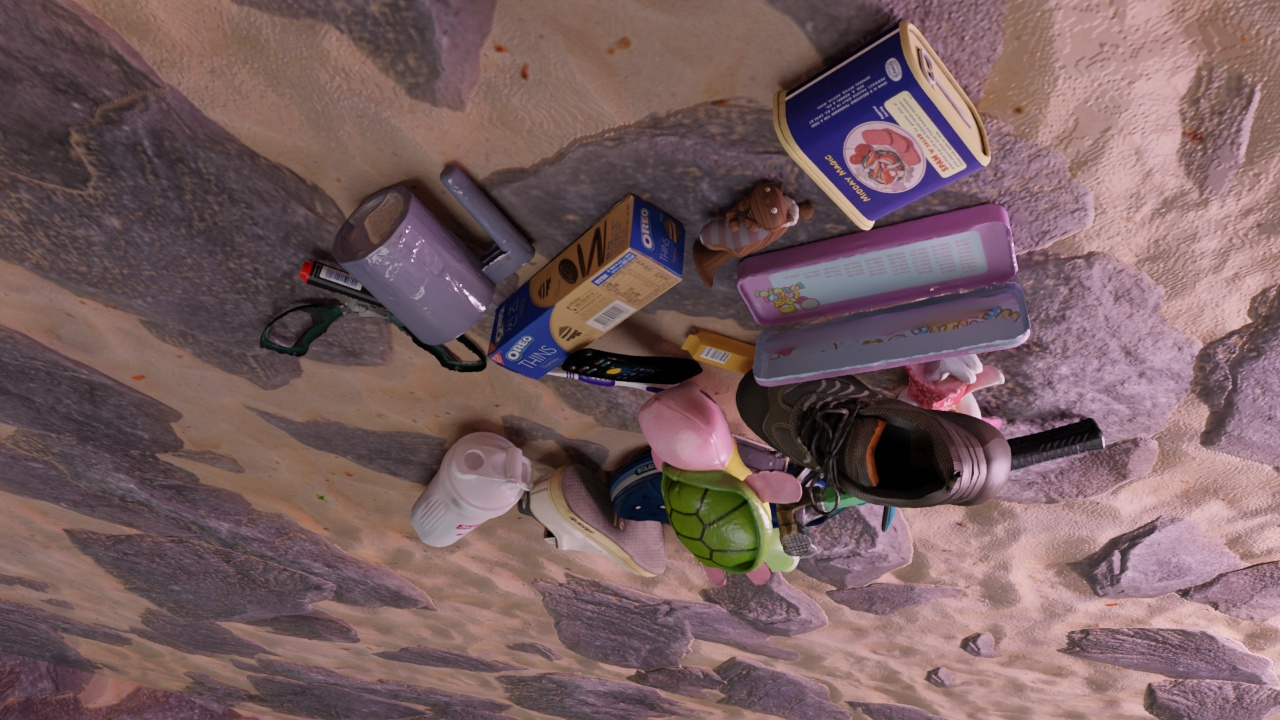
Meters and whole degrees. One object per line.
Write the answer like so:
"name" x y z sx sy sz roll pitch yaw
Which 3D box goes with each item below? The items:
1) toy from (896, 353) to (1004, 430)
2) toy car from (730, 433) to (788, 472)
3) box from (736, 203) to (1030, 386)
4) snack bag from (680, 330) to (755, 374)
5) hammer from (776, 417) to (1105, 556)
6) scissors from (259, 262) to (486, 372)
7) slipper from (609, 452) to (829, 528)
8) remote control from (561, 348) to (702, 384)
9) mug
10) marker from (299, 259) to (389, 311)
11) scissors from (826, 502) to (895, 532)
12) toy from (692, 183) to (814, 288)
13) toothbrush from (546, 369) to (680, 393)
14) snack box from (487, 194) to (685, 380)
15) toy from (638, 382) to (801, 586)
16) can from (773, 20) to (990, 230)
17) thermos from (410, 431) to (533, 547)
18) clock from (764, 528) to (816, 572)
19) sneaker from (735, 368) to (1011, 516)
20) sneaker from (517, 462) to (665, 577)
"toy" 0.269 0.044 0.828 0.159 0.084 0.194 -20 144 -11
"toy car" 0.103 0.102 0.984 0.113 0.039 0.039 20 164 -19
"box" 0.183 -0.039 0.714 0.215 0.092 0.089 -10 143 23
"snack bag" 0.086 -0.005 0.843 0.099 0.020 0.026 16 137 -14
"hammer" 0.293 0.113 0.920 0.319 0.130 0.032 -16 113 14
"scissors" -0.254 -0.024 0.873 0.202 0.015 0.201 -26 134 35
"slipper" 0.091 0.163 1.025 0.253 0.095 0.105 4 148 -2
"remote control" -0.005 0.005 0.825 0.041 0.020 0.151 -26 159 38
"mug" -0.162 -0.086 0.727 0.124 0.083 0.104 -32 133 10
"marker" -0.223 -0.056 0.804 0.145 0.021 0.023 19 105 -20
"scissors" 0.266 0.154 1.036 0.156 0.019 0.124 -31 125 33
"toy" 0.078 -0.098 0.694 0.102 0.041 0.054 -26 157 27
"toothbrush" -0.036 0.017 0.900 0.186 0.015 0.016 8 141 -4
"snack box" -0.052 -0.054 0.763 0.057 0.056 0.207 26 141 -30
"toy" 0.069 0.130 0.902 0.190 0.087 0.238 12 127 46
"can" 0.157 -0.149 0.592 0.092 0.056 0.116 -25 135 36
"thermos" -0.202 0.153 1.065 0.099 0.099 0.221 20 148 -19
"clock" 0.162 0.234 1.159 0.119 0.042 0.095 7 147 -2
"sneaker" 0.161 0.069 0.740 0.238 0.101 0.142 17 -166 34
"sneaker" -0.058 0.204 1.100 0.102 0.088 0.241 -20 139 25
